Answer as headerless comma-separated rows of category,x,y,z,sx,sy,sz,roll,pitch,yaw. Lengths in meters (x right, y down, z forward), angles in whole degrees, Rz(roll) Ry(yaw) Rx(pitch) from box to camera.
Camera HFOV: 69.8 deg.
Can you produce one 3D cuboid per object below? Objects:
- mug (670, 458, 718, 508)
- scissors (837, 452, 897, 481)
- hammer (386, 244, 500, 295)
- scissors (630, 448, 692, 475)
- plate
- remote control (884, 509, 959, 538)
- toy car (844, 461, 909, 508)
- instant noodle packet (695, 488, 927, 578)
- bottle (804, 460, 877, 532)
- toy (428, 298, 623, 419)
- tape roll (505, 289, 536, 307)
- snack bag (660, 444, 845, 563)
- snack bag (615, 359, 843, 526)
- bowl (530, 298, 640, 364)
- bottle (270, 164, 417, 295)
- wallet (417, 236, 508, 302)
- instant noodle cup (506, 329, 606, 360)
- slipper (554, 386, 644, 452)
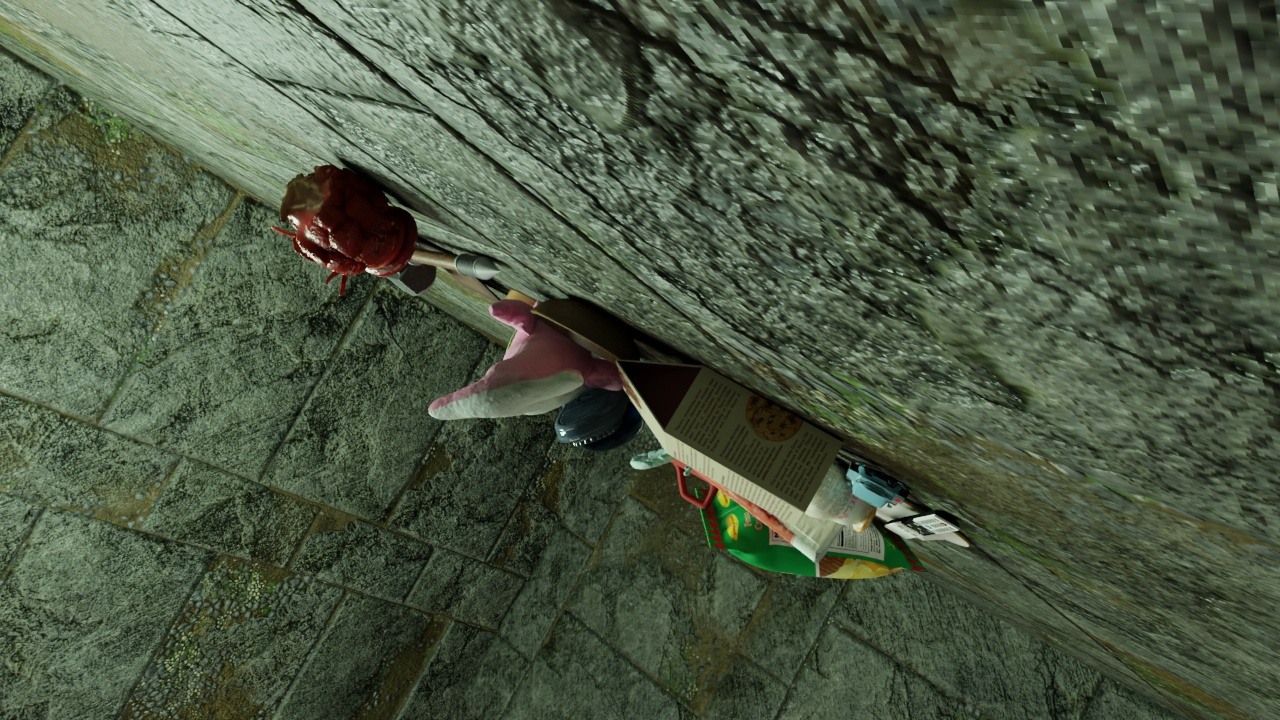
mug,0.083,0.122,1.149,0.096,0.116,0.080,28,179,18
scissors,0.161,0.076,0.855,0.132,0.012,0.170,30,175,-13
hammer,-0.233,-0.114,1.011,0.323,0.043,0.156,16,158,52
scissors,0.069,0.092,0.990,0.172,0.021,0.171,-10,-169,23
plate,0.267,0.163,1.059,0.230,0.021,0.230,29,175,3
remote control,0.285,0.166,0.930,0.028,0.011,0.124,29,163,1
toy car,0.226,0.126,0.895,0.060,0.027,0.108,28,175,14
instant noodle packet,0.201,0.207,1.141,0.252,0.090,0.195,7,-168,-3
bottle,0.193,0.136,0.957,0.108,0.063,0.063,33,175,-2
toy,-0.114,-0.005,0.956,0.187,0.128,0.265,-13,-174,13
tape roll,-0.123,-0.050,1.108,0.094,0.027,0.094,29,175,3
snack bag,0.133,0.134,1.052,0.225,0.077,0.041,36,177,28
snack bag,0.069,0.063,0.836,0.206,0.069,0.094,29,167,12
bowl,-0.046,-0.029,0.867,0.118,0.030,0.118,30,175,2
bottle,-0.272,-0.120,0.842,0.099,0.099,0.111,27,-179,31
wallet,-0.220,-0.112,1.123,0.091,0.018,0.115,27,171,33
instant noodle cup,-0.108,0.002,1.219,0.108,0.099,0.099,18,170,26
slipper,-0.036,0.065,1.056,0.263,0.101,0.082,-79,-35,-79
